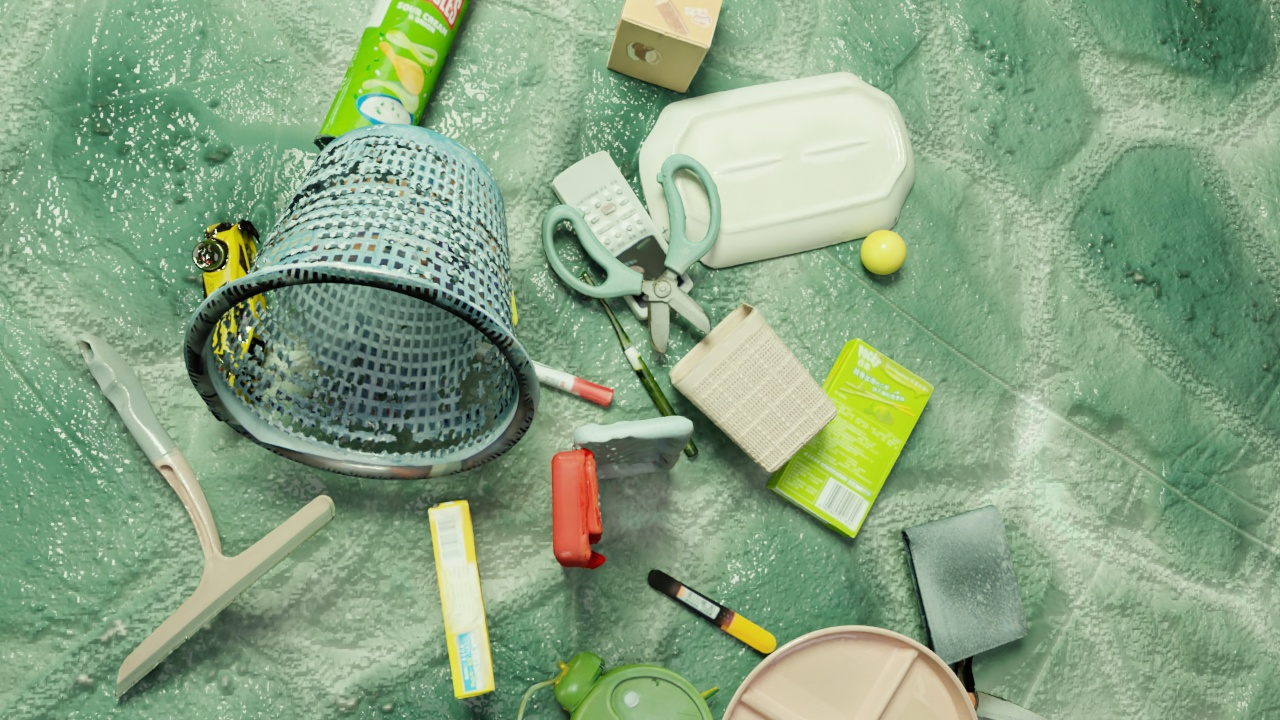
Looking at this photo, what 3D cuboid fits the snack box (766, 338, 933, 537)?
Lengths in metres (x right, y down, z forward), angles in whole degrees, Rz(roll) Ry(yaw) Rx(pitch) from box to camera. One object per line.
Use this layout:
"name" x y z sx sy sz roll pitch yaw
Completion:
"snack box" 0.186 0.068 0.811 0.086 0.026 0.156 32 79 -5

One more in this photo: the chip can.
"chip can" -0.192 -0.270 0.761 0.072 0.072 0.235 21 81 -7

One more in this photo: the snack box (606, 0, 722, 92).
"snack box" 0.024 -0.302 0.792 0.077 0.093 0.094 16 81 -8

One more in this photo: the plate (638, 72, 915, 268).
"plate" 0.131 -0.179 0.827 0.265 0.034 0.162 -12 86 -11

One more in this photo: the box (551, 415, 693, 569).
"box" -0.014 0.101 0.678 0.100 0.202 0.102 -2 77 -4

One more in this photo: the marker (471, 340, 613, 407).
"marker" -0.092 0.007 0.773 0.145 0.017 0.017 21 80 -7

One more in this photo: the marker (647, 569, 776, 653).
"marker" 0.060 0.212 0.778 0.124 0.015 0.018 31 77 -3

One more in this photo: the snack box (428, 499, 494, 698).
"snack box" -0.138 0.179 0.708 0.033 0.087 0.140 -7 84 -11

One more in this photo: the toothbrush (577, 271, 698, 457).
"toothbrush" -0.005 0.005 0.792 0.017 0.012 0.186 -32 90 -7

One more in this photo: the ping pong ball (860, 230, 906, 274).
"ping pong ball" 0.220 -0.098 0.830 0.040 0.040 0.040 1 83 -10

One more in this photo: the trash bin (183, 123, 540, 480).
"trash bin" -0.179 -0.053 0.661 0.226 0.227 0.194 8 50 -9

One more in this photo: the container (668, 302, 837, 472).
"container" 0.095 0.024 0.762 0.090 0.090 0.111 -44 95 4

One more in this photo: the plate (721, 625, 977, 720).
"plate" 0.171 0.332 0.763 0.229 0.028 0.229 0 90 -6

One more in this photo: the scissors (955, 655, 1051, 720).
"scissors" 0.269 0.284 0.802 0.220 0.022 0.233 0 82 -10

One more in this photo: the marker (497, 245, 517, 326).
"marker" -0.121 -0.087 0.780 0.018 0.015 0.124 -8 83 -14

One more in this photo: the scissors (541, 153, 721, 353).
"scissors" -0.010 -0.093 0.776 0.181 0.019 0.170 4 90 -3

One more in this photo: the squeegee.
"squeegee" -0.360 0.081 0.694 0.248 0.040 0.249 -38 77 17

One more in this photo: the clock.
"clock" -0.019 0.296 0.731 0.161 0.056 0.116 13 80 -9

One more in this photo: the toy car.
"toy car" -0.314 -0.031 0.710 0.041 0.071 0.155 -2 86 -7

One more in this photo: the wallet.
"wallet" 0.283 0.195 0.800 0.097 0.019 0.121 -12 86 -17

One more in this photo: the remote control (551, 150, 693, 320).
"remote control" -0.015 -0.108 0.798 0.058 0.021 0.150 -34 89 -12
